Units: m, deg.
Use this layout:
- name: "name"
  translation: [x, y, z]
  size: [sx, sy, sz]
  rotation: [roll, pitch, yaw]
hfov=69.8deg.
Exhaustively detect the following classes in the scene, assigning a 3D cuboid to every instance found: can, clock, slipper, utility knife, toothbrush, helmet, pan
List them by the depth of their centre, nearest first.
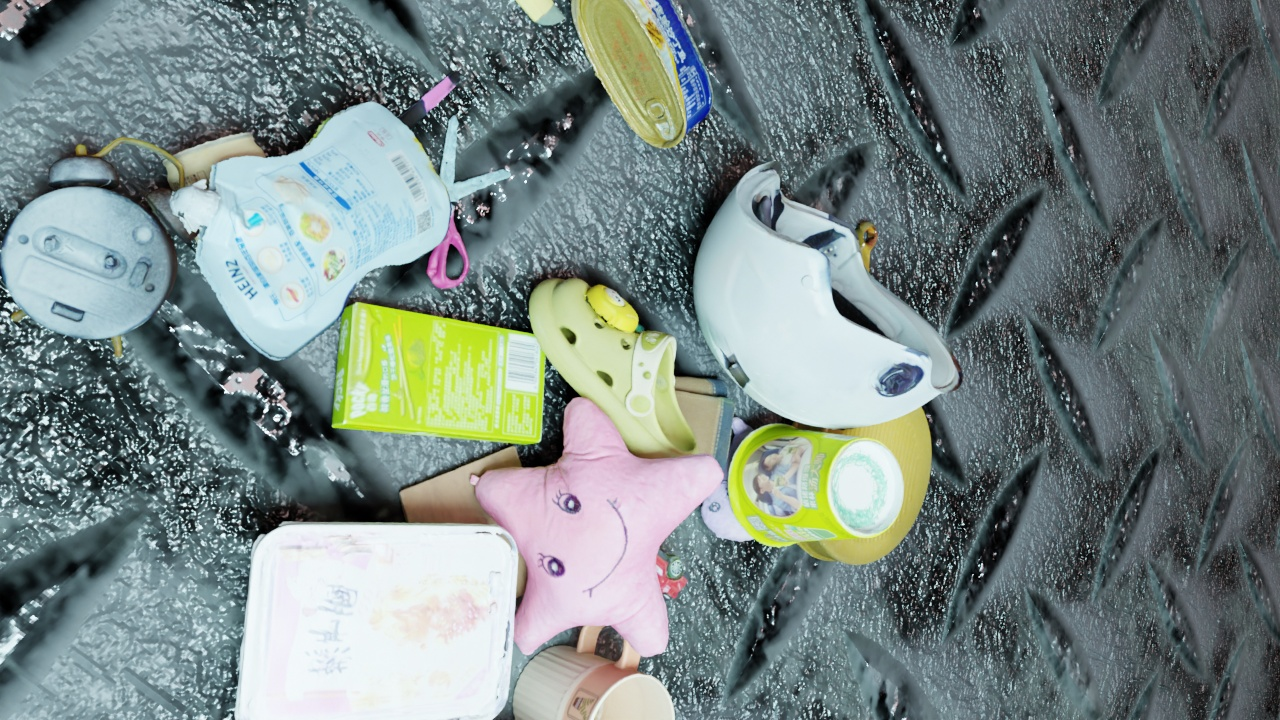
- name: "clock"
  translation: [-0.300, -0.067, 0.517]
  size: [0.082, 0.055, 0.122]
  rotation: [24, 89, -20]
- name: "can"
  translation: [-0.245, -0.078, 0.573]
  size: [0.058, 0.059, 0.116]
  rotation: [-30, 108, -34]
- name: "toothbrush"
  translation: [-0.185, -0.150, 0.647]
  size: [0.014, 0.018, 0.188]
  rotation: [51, 60, -25]
- name: "utility knife"
  translation: [-0.123, -0.330, 0.694]
  size: [0.188, 0.020, 0.030]
  rotation: [50, 57, -33]
- name: "slipper"
  translation: [-0.004, 0.004, 0.714]
  size: [0.190, 0.082, 0.091]
  rotation: [53, 18, -3]
- name: "can"
  translation: [0.003, -0.252, 0.757]
  size: [0.049, 0.075, 0.148]
  rotation: [-47, 117, -32]
- name: "helmet"
  translation: [0.144, -0.031, 0.799]
  size: [0.258, 0.146, 0.228]
  rotation: [33, 26, -31]
- name: "pan"
  translation: [0.227, 0.031, 0.949]
  size: [0.197, 0.078, 0.357]
  rotation: [11, 90, -38]

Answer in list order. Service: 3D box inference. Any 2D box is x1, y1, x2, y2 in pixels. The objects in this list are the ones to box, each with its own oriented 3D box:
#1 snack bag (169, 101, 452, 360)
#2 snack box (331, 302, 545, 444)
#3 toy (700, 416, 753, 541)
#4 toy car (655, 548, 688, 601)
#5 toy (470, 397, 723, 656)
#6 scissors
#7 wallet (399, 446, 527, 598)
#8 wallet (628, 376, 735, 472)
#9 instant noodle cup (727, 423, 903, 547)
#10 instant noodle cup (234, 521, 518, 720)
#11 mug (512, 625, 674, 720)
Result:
- name: "snack bag"
  translation: [-0.194, -0.087, 0.567]
  size: [0.190, 0.039, 0.110]
  rotation: [-51, 126, -51]
- name: "snack box"
  translation: [-0.142, 0.013, 0.669]
  size: [0.156, 0.026, 0.085]
  rotation: [9, 78, -37]
- name: "toy"
  translation: [0.098, 0.118, 0.846]
  size: [0.084, 0.039, 0.107]
  rotation: [31, 68, -3]
- name: "toy car"
  translation: [-0.011, 0.159, 0.757]
  size: [0.120, 0.053, 0.045]
  rotation: [47, 65, -29]
- name: "toy"
  translation: [-0.047, 0.129, 0.673]
  size: [0.074, 0.178, 0.194]
  rotation: [-2, 112, -80]
- name: "scissors"
  translation: [-0.145, -0.114, 0.680]
  size: [0.133, 0.017, 0.131]
  rotation: [-29, 105, -38]
- name: "wallet"
  translation: [-0.122, 0.134, 0.694]
  size: [0.101, 0.020, 0.115]
  rotation: [-20, 99, -35]
- name: "wallet"
  translation: [0.027, 0.056, 0.803]
  size: [0.115, 0.033, 0.090]
  rotation: [8, 86, -34]
- name: "instant noodle cup"
  translation: [0.154, 0.108, 0.783]
  size: [0.111, 0.124, 0.111]
  rotation: [3, 84, -27]
- name: "instant noodle cup"
  translation: [-0.175, 0.175, 0.615]
  size: [0.173, 0.060, 0.138]
  rotation: [6, 86, -27]
- name: "mug"
  translation: [-0.035, 0.255, 0.704]
  size: [0.081, 0.106, 0.114]
  rotation: [19, 78, -36]
